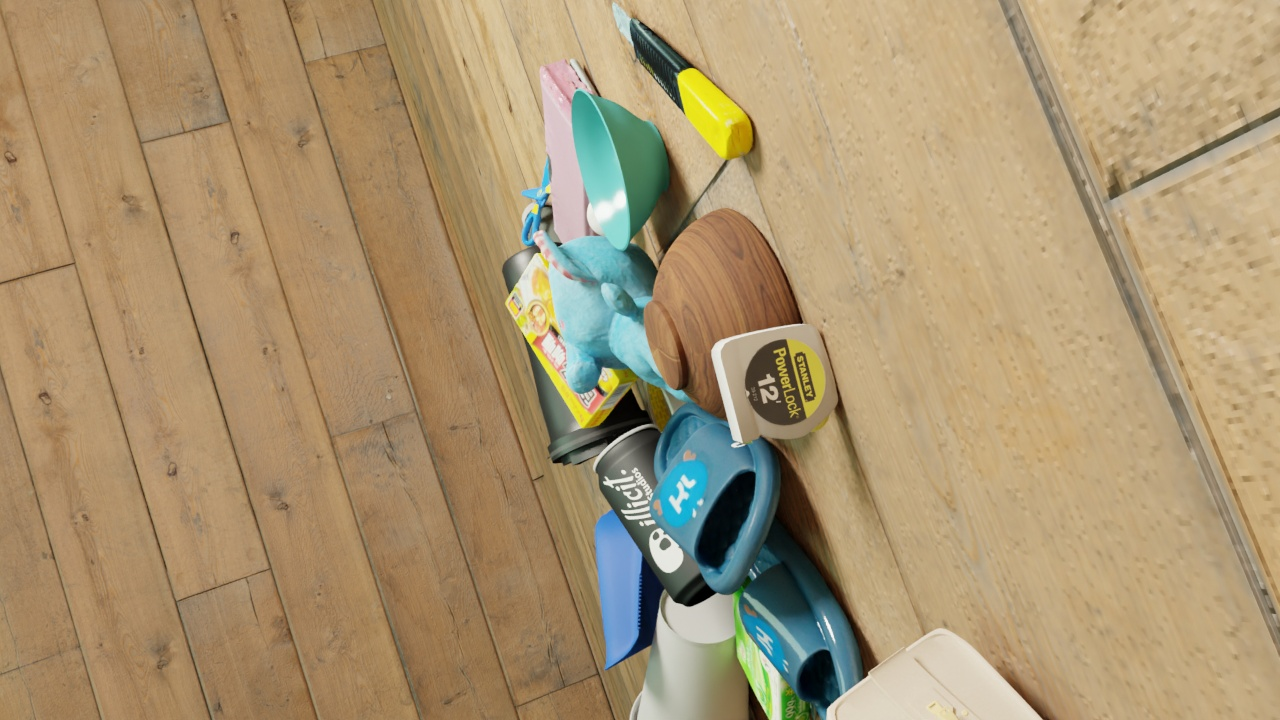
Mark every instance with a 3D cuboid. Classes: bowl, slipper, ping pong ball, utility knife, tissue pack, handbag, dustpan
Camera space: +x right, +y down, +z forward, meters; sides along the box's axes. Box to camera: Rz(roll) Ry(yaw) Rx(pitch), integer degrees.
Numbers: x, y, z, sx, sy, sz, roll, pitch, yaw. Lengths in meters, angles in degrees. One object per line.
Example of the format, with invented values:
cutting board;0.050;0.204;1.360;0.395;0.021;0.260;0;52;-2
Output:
bowl;0.043;-0.018;0.595;0.147;0.068;0.147;161;90;-77
slipper;0.046;0.085;0.676;0.104;0.059;0.213;-62;20;12
bowl;-0.010;-0.147;0.686;0.121;0.046;0.121;161;90;-77
ping pong ball;-0.026;-0.127;0.796;0.040;0.040;0.040;161;90;-77
utility knife;0.018;-0.184;0.578;0.029;0.020;0.197;86;159;-44
tissue pack;0.110;0.248;0.768;0.099;0.034;0.114;-123;21;-53
handbag;0.174;0.252;0.406;0.198;0.101;0.195;40;148;45
dustpan;-0.005;0.178;0.974;0.245;0.059;0.257;44;-145;-74
slipper;0.098;0.178;0.662;0.213;0.059;0.104;-119;15;-46

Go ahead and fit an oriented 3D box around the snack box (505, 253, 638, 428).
snack box;-0.066;-0.020;0.840;0.152;0.025;0.075;57;133;20

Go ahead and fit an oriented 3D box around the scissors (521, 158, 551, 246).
scissors;-0.105;-0.185;1.009;0.125;0.016;0.125;-27;48;42

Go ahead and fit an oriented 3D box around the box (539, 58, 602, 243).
box;-0.055;-0.171;0.876;0.098;0.041;0.233;57;163;27

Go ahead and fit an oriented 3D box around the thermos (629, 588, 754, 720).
thermos;0.056;0.315;0.908;0.131;0.131;0.222;-123;27;-48

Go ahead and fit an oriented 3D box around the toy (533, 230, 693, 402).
toy;-0.015;-0.020;0.730;0.183;0.115;0.180;44;-173;-47

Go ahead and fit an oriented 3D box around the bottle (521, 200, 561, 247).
bottle;-0.099;-0.136;1.042;0.060;0.060;0.108;84;162;-44

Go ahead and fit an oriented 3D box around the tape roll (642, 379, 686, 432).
tape roll;0.028;0.048;0.859;0.094;0.019;0.094;161;90;-78

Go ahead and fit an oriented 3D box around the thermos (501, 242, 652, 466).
thermos;-0.071;-0.006;0.923;0.106;0.105;0.218;121;129;-74

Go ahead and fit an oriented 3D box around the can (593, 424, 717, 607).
can;0.026;0.133;0.797;0.146;0.080;0.080;54;161;23

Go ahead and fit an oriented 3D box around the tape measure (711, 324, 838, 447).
tape measure;0.075;0.014;0.513;0.017;0.065;0.064;-173;68;-76
